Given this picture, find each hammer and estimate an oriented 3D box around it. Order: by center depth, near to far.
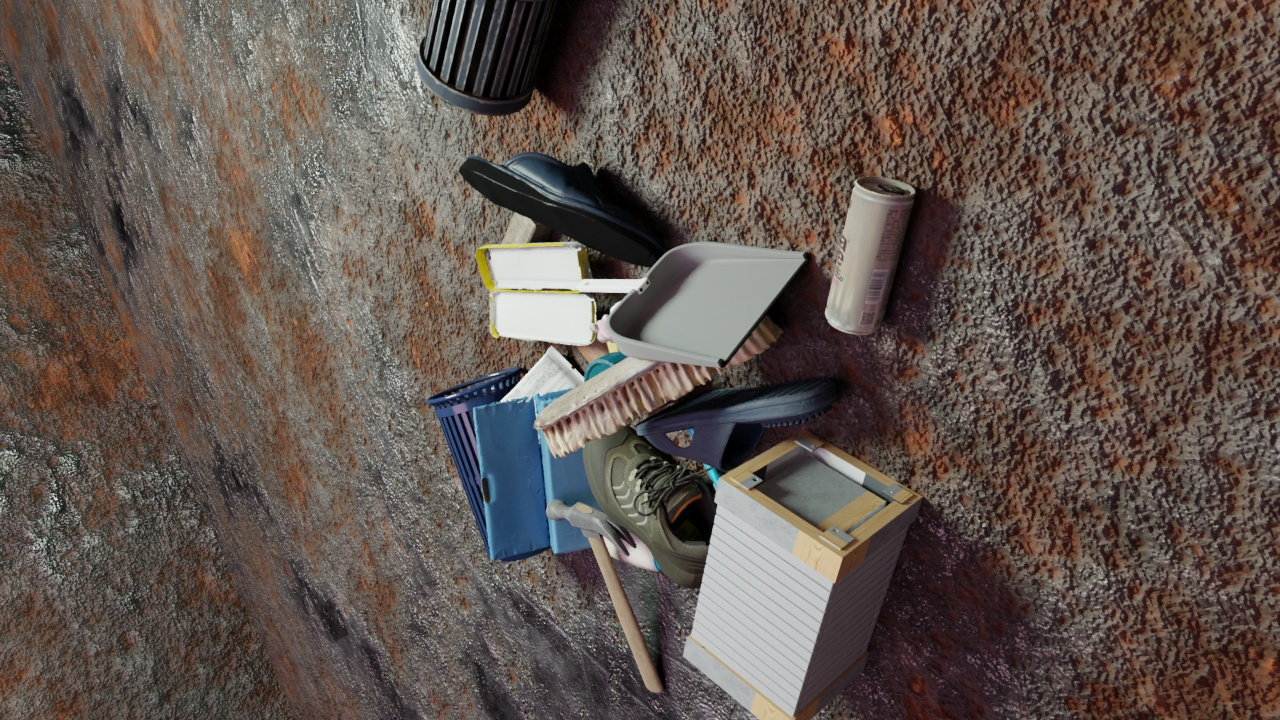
[{"bbox_3d":[-0.086,-0.044,1.173,0.300,0.037,0.158,51,136,19],"label":"hammer"},{"bbox_3d":[-0.027,0.326,1.221,0.120,0.030,0.331,6,124,39],"label":"hammer"}]

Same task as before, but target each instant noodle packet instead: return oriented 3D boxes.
[{"bbox_3d":[-0.134,0.058,1.209,0.087,0.134,0.026,44,-179,5],"label":"instant noodle packet"}]

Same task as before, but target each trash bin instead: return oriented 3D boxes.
[{"bbox_3d":[0.161,0.227,0.947,0.142,0.142,0.247,31,127,35],"label":"trash bin"},{"bbox_3d":[-0.159,-0.400,1.010,0.164,0.163,0.228,50,140,19],"label":"trash bin"},{"bbox_3d":[-0.194,0.149,1.298,0.140,0.139,0.249,-11,100,49],"label":"trash bin"}]

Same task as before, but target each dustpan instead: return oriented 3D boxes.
[{"bbox_3d":[0.026,-0.067,0.952,0.258,0.162,0.033,6,136,47],"label":"dustpan"}]

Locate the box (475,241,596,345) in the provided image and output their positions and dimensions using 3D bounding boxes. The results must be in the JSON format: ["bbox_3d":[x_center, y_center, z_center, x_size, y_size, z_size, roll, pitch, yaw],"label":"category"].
[{"bbox_3d":[-0.134,-0.085,1.155,0.210,0.034,0.129,6,107,44],"label":"box"}]

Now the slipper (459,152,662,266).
[{"bbox_3d":[-0.082,-0.195,1.060,0.266,0.083,0.109,27,170,19],"label":"slipper"}]

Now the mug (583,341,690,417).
[{"bbox_3d":[-0.006,0.006,1.058,0.083,0.107,0.113,-8,101,50],"label":"mug"}]

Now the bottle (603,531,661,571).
[{"bbox_3d":[0.015,0.244,1.180,0.146,0.051,0.051,5,110,46],"label":"bottle"}]

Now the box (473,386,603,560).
[{"bbox_3d":[-0.123,0.152,1.203,0.033,0.174,0.232,-128,31,-64],"label":"box"}]

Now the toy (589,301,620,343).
[{"bbox_3d":[0.000,-0.044,1.017,0.076,0.125,0.037,44,144,29],"label":"toy"}]

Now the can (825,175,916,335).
[{"bbox_3d":[0.206,-0.093,0.828,0.054,0.054,0.136,30,127,36],"label":"can"}]

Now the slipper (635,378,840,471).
[{"bbox_3d":[0.100,0.077,0.982,0.264,0.101,0.082,-12,96,45],"label":"slipper"}]

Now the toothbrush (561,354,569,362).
[{"bbox_3d":[-0.085,0.072,1.239,0.016,0.016,0.167,-6,102,47],"label":"toothbrush"}]

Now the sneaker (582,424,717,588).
[{"bbox_3d":[0.021,0.153,1.080,0.238,0.100,0.143,50,150,13],"label":"sneaker"}]

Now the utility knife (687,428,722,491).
[{"bbox_3d":[0.079,0.117,1.085,0.116,0.015,0.022,63,166,8],"label":"utility knife"}]

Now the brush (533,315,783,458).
[{"bbox_3d":[0.015,0.015,0.949,0.056,0.271,0.083,59,-175,-11],"label":"brush"}]
